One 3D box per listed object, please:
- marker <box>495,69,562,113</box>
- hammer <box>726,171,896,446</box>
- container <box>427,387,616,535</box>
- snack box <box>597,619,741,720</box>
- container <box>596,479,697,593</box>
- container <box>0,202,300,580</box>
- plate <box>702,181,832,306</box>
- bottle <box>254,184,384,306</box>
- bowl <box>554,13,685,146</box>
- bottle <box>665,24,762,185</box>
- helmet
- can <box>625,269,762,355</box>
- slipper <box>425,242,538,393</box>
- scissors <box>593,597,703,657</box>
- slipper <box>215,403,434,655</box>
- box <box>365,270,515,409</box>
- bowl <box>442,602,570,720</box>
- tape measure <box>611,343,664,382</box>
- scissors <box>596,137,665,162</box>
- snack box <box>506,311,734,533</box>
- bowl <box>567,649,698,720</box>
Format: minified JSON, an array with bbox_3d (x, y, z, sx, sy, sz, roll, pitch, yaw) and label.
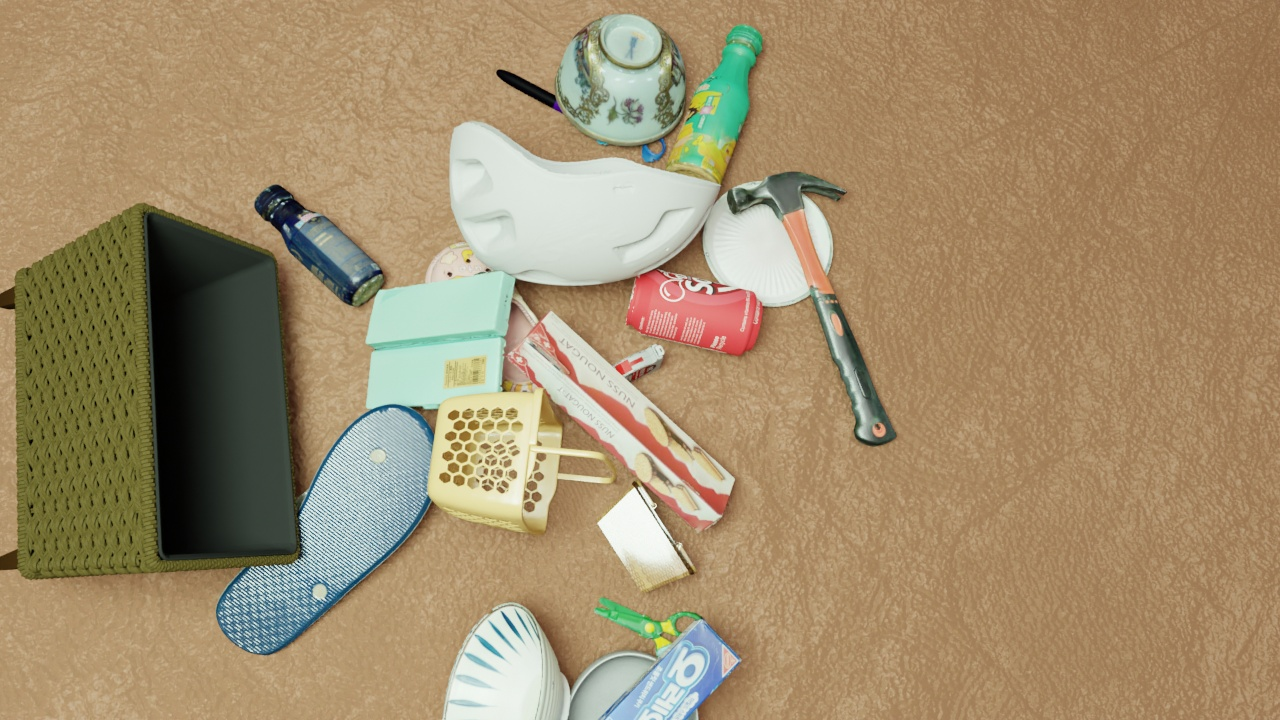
[{"bbox_3d":[-0.113,-0.317,1.100,0.134,0.015,0.018,28,94,1],"label":"marker"},{"bbox_3d":[0.215,-0.060,1.053,0.133,0.033,0.333,-18,84,-12],"label":"hammer"},{"bbox_3d":[-0.108,0.107,0.910,0.167,0.183,0.129,5,75,2],"label":"container"},{"bbox_3d":[-0.005,0.342,0.858,0.059,0.059,0.226,44,76,10],"label":"snack box"},{"bbox_3d":[0.003,0.189,0.966,0.061,0.063,0.114,-33,81,-5],"label":"container"},{"bbox_3d":[-0.476,0.050,0.873,0.205,0.176,0.320,-14,76,18],"label":"container"},{"bbox_3d":[0.150,-0.137,1.084,0.157,0.014,0.156,1,76,-5],"label":"plate"},{"bbox_3d":[-0.354,-0.128,1.007,0.161,0.056,0.056,42,76,5],"label":"bottle"},{"bbox_3d":[-0.017,-0.342,1.066,0.160,0.094,0.159,3,69,-8],"label":"bowl"},{"bbox_3d":[0.094,-0.302,1.092,0.068,0.068,0.209,21,75,-1],"label":"bottle"},{"bbox_3d":[-0.057,-0.174,0.972,0.282,0.224,0.184,-9,112,-10],"label":"helmet"},{"bbox_3d":[0.059,-0.054,1.023,0.142,0.074,0.074,13,75,-3],"label":"can"},{"bbox_3d":[-0.162,-0.046,0.996,0.093,0.082,0.197,-34,84,-12],"label":"slipper"},{"bbox_3d":[0.007,0.288,0.966,0.130,0.014,0.070,18,75,-2],"label":"scissors"},{"bbox_3d":[-0.310,0.174,0.939,0.118,0.060,0.295,41,89,-1],"label":"slipper"},{"bbox_3d":[-0.215,-0.018,0.959,0.187,0.033,0.136,-6,68,31],"label":"box"},{"bbox_3d":[-0.117,0.330,0.885,0.071,0.178,0.177,24,72,-32],"label":"bowl"},{"bbox_3d":[-0.006,0.006,1.009,0.062,0.060,0.020,-25,80,-8],"label":"tape measure"},{"bbox_3d":[0.008,-0.295,1.112,0.104,0.015,0.133,33,70,6],"label":"scissors"},{"bbox_3d":[-0.015,0.063,0.955,0.273,0.044,0.076,43,31,-7],"label":"snack box"},{"bbox_3d":[-0.012,0.359,0.918,0.132,0.064,0.131,1,76,-6],"label":"bowl"}]
